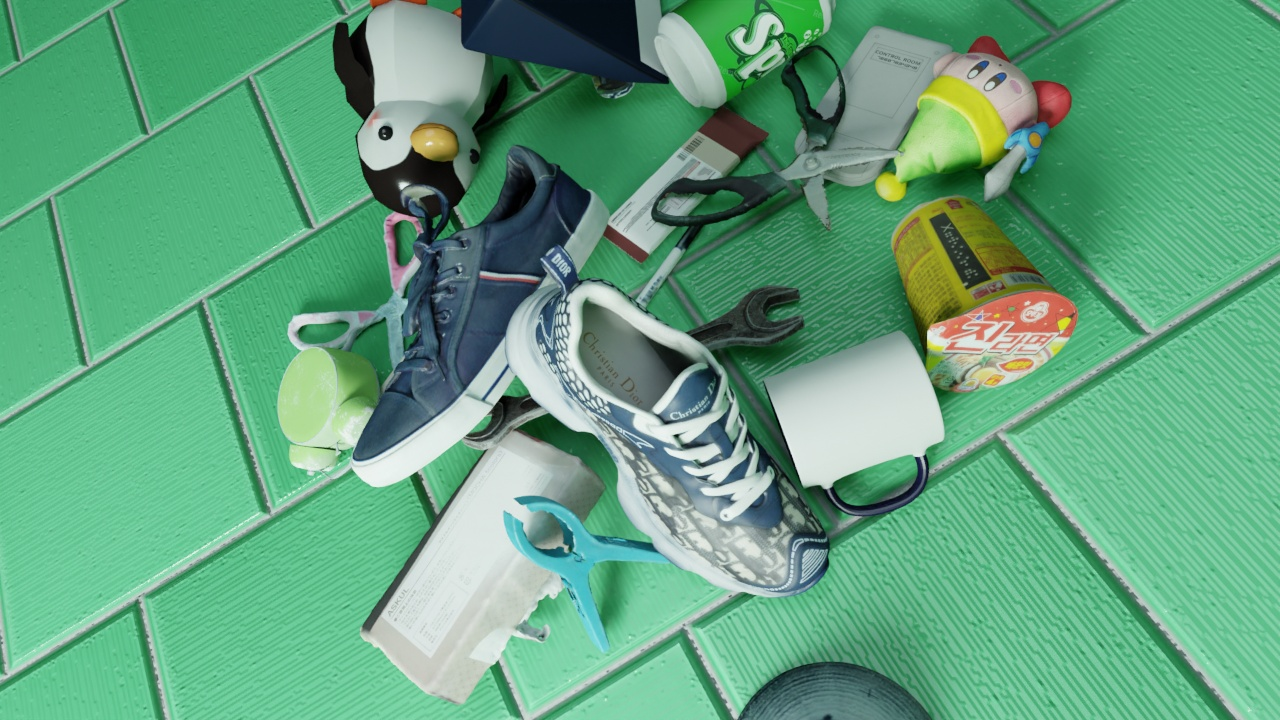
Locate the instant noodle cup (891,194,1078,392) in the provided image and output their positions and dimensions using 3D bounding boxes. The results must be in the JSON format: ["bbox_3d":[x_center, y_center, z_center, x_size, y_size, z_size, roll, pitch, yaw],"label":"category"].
[{"bbox_3d":[0.226,-0.051,0.631,0.100,0.100,0.112,-18,50,7],"label":"instant noodle cup"}]

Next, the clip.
[{"bbox_3d":[-0.047,0.135,0.607,0.097,0.116,0.026,-55,25,-15],"label":"clip"}]

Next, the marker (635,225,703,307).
[{"bbox_3d":[0.007,-0.056,0.737,0.011,0.011,0.152,28,75,26],"label":"marker"}]

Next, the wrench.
[{"bbox_3d":[-0.004,0.004,0.680,0.273,0.010,0.070,-21,34,-3],"label":"wrench"}]

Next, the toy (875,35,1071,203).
[{"bbox_3d":[0.249,-0.171,0.696,0.131,0.097,0.124,-30,65,-21],"label":"toy"}]

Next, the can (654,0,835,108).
[{"bbox_3d":[0.088,-0.284,0.780,0.140,0.088,0.087,-35,61,-3],"label":"can"}]

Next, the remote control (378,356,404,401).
[{"bbox_3d":[-0.172,-0.001,0.755,0.038,0.018,0.125,29,75,14],"label":"remote control"}]

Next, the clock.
[{"bbox_3d":[-0.249,0.037,0.733,0.095,0.042,0.119,-35,61,27],"label":"clock"}]

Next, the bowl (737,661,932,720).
[{"bbox_3d":[0.113,0.242,0.534,0.137,0.057,0.136,-7,63,13],"label":"bowl"}]

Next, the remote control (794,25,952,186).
[{"bbox_3d":[0.189,-0.208,0.753,0.074,0.019,0.151,27,74,26],"label":"remote control"}]

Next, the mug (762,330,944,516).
[{"bbox_3d":[0.147,0.049,0.615,0.097,0.078,0.112,-20,89,6],"label":"mug"}]

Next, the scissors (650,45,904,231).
[{"bbox_3d":[0.109,-0.178,0.742,0.202,0.015,0.205,-4,58,21],"label":"scissors"}]

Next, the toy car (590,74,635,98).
[{"bbox_3d":[-0.030,-0.274,0.844,0.039,0.027,0.089,-18,62,1],"label":"toy car"}]

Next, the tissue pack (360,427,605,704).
[{"bbox_3d":[-0.102,0.145,0.646,0.104,0.071,0.181,20,67,40],"label":"tissue pack"}]

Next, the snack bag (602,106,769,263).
[{"bbox_3d":[0.036,-0.149,0.772,0.057,0.013,0.157,38,80,29],"label":"snack bag"}]

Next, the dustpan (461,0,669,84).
[{"bbox_3d":[-0.113,-0.362,0.821,0.080,0.272,0.235,-36,47,41],"label":"dustpan"}]

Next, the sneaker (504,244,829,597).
[{"bbox_3d":[0.025,0.042,0.575,0.103,0.133,0.269,-43,88,-18],"label":"sneaker"}]

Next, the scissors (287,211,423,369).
[{"bbox_3d":[-0.232,-0.052,0.804,0.177,0.013,0.170,-15,65,6],"label":"scissors"}]

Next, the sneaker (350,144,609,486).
[{"bbox_3d":[-0.146,-0.048,0.694,0.121,0.127,0.293,0,54,53],"label":"sneaker"}]

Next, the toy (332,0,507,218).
[{"bbox_3d":[-0.201,-0.212,0.821,0.140,0.159,0.184,-26,61,53],"label":"toy"}]
